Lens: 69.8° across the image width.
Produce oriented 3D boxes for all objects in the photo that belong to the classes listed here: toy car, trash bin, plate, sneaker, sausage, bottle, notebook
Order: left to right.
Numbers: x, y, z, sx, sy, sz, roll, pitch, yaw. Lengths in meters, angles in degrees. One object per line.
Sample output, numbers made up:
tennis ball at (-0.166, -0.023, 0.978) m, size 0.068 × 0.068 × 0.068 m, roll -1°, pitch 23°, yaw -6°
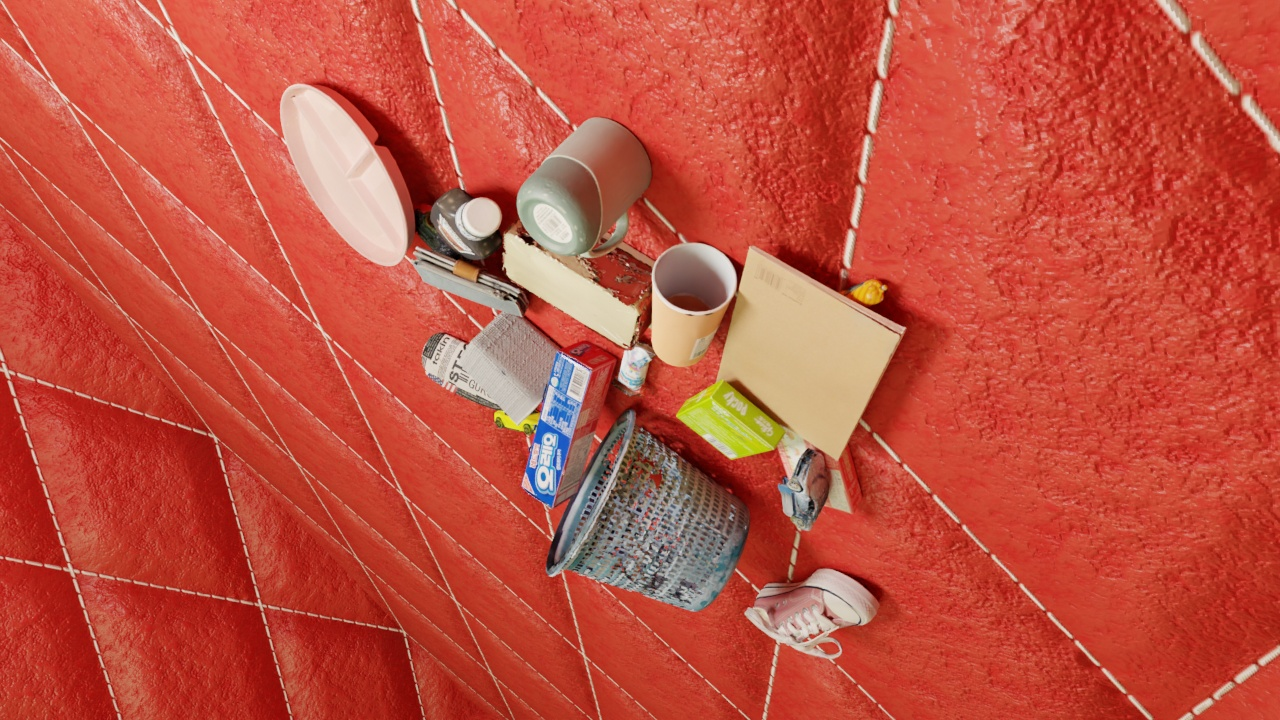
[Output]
plate at (-0.341, -0.218, 1.079) m, size 0.229 × 0.028 × 0.230 m, roll 32°, pitch 144°, yaw 27°
toy car at (-0.234, -0.142, 1.094) m, size 0.049 × 0.031 × 0.106 m, roll -2°, pitch 136°, yaw 49°
bottle at (-0.177, -0.143, 0.956) m, size 0.080 × 0.044 × 0.195 m, roll 50°, pitch 169°, yaw -15°
toy car at (-0.164, 0.082, 1.312) m, size 0.105 × 0.048 × 0.032 m, roll 11°, pitch 107°, yaw 40°
trash bin at (0.019, 0.203, 1.140) m, size 0.195 × 0.226 × 0.227 m, roll 28°, pitch 151°, yaw -8°
notebook at (0.146, 0.000, 0.852) m, size 0.149 × 0.012 × 0.212 m, roll 32°, pitch 148°, yaw 17°
sneaker at (0.215, 0.337, 1.202) m, size 0.118 × 0.087 × 0.242 m, roll 43°, pitch 150°, yaw -8°
toy car at (0.178, 0.136, 0.959) m, size 0.031 × 0.048 × 0.106 m, roll 17°, pitch 143°, yaw 28°
sausage at (0.159, -0.043, 0.818) m, size 0.021 × 0.021 × 0.166 m, roll 47°, pitch 149°, yaw -14°

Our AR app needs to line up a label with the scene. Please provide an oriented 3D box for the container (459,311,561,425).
container at (-0.158, 0.005, 1.158) m, size 0.114 × 0.090 × 0.090 m, roll 44°, pitch 149°, yaw -3°

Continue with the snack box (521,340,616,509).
snack box at (-0.090, 0.080, 1.121) m, size 0.057 × 0.058 × 0.208 m, roll 29°, pitch 119°, yaw 23°

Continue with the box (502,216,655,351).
box at (-0.061, -0.085, 0.942) m, size 0.168 × 0.078 × 0.091 m, roll 32°, pitch 149°, yaw 11°

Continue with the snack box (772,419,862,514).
snack box at (0.185, 0.099, 0.977) m, size 0.075 × 0.025 × 0.153 m, roll 13°, pitch 141°, yaw 38°

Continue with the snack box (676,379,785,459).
snack box at (0.094, 0.067, 0.991) m, size 0.086 × 0.026 × 0.156 m, roll 38°, pitch 165°, yaw -2°

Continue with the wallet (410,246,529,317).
wallet at (-0.196, -0.094, 1.070) m, size 0.130 × 0.037 × 0.107 m, roll 21°, pitch 170°, yaw 1°

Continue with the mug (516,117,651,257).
mug at (-0.047, -0.141, 0.823) m, size 0.082 × 0.106 × 0.112 m, roll 13°, pitch 142°, yaw 35°

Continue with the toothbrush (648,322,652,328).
toothbrush at (-0.053, -0.066, 1.016) m, size 0.191 × 0.018 × 0.016 m, roll 24°, pitch 149°, yaw 23°

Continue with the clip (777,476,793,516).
clip at (0.177, 0.161, 1.078) m, size 0.025 × 0.035 × 0.058 m, roll 17°, pitch 139°, yaw 29°

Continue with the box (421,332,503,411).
box at (-0.234, 0.021, 1.308) m, size 0.162 × 0.076 × 0.087 m, roll 22°, pitch 176°, yaw 21°

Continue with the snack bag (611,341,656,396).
snack bag at (-0.006, 0.006, 1.056) m, size 0.045 × 0.026 × 0.105 m, roll 34°, pitch 147°, yaw 14°

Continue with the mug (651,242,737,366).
mug at (0.046, -0.047, 0.888) m, size 0.078 × 0.078 × 0.123 m, roll 31°, pitch 154°, yaw 12°
